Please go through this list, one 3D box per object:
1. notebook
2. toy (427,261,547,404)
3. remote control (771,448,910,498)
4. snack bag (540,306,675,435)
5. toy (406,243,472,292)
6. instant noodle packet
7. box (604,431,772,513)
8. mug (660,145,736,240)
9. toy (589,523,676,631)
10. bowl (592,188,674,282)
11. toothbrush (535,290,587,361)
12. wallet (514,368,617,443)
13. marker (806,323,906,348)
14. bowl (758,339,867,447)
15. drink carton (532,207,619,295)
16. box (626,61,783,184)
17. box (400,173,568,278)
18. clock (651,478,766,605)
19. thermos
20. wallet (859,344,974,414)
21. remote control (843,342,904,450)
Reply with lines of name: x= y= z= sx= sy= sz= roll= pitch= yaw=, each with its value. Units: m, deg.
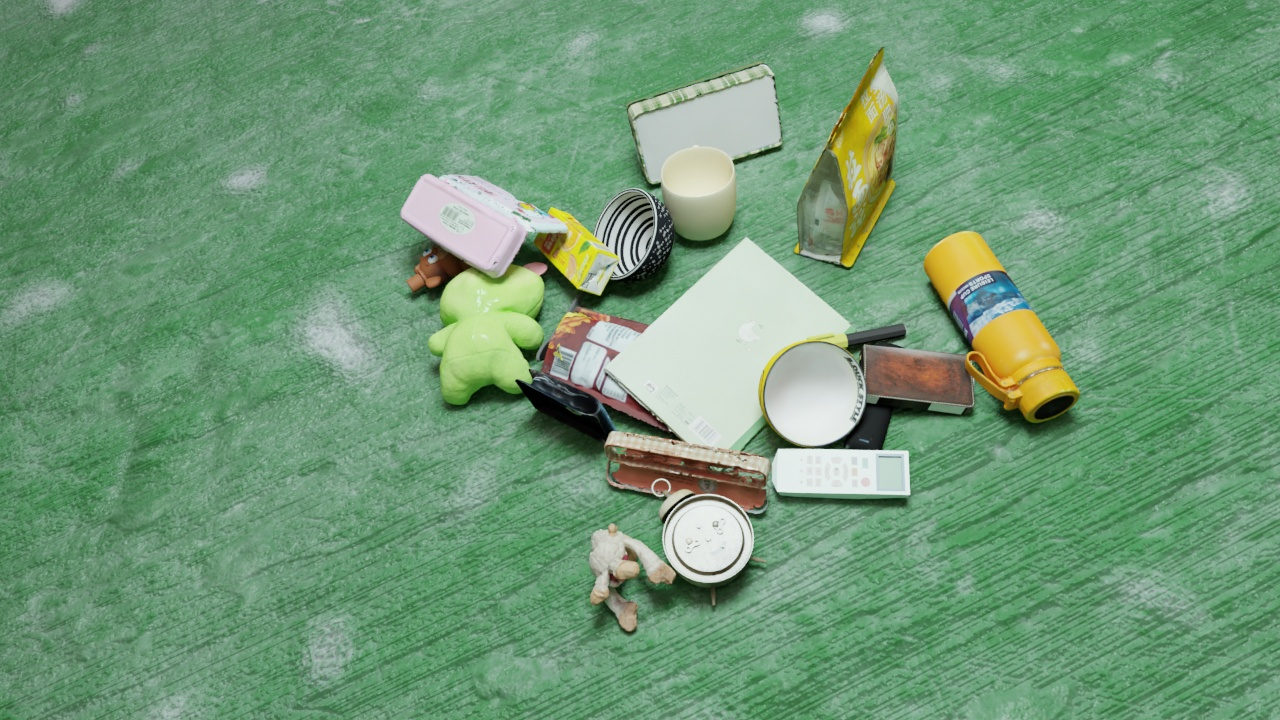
notebook: x=0.109 y=-0.013 z=1.084 sx=0.182 sy=0.010 sz=0.252 roll=42 pitch=72 yaw=14
toy: x=-0.192 y=-0.049 z=1.147 sx=0.150 sy=0.107 sz=0.196 roll=-9 pitch=63 yaw=7
remote control: x=0.215 y=0.123 z=0.991 sx=0.143 sy=0.024 sz=0.049 roll=0 pitch=65 yaw=12
snack bag: x=-0.006 y=0.006 z=1.094 sx=0.208 sy=0.067 sz=0.138 roll=16 pitch=61 yaw=14
toy: x=-0.262 y=-0.141 z=1.242 sx=0.127 sy=0.065 sz=0.095 roll=-35 pitch=41 yaw=-12
instant noodle packet: x=0.257 y=-0.243 z=1.113 sx=0.084 sy=0.222 sz=0.162 roll=24 pitch=65 yaw=21
box: x=0.049 y=0.121 z=1.000 sx=0.187 sy=0.083 sz=0.041 roll=8 pitch=47 yaw=18
mug: x=0.078 y=-0.220 z=1.205 sx=0.096 sy=0.100 sz=0.120 roll=-5 pitch=53 yaw=5
toy: x=-0.024 y=0.217 z=0.960 sx=0.085 sy=0.074 sz=0.106 roll=-62 pitch=33 yaw=19
bowl: x=0.001 y=-0.155 z=1.188 sx=0.120 sy=0.066 sz=0.120 roll=-15 pitch=69 yaw=44
toothbrush: x=-0.091 y=-0.058 z=1.167 sx=0.013 sy=0.013 sz=0.166 roll=-1 pitch=44 yaw=31
wallet: x=-0.082 y=0.053 z=1.061 sx=0.115 sy=0.089 sz=0.026 roll=24 pitch=69 yaw=24
marker: x=0.252 y=-0.027 z=1.079 sx=0.124 sy=0.021 sz=0.017 roll=-11 pitch=25 yaw=-7
bowl: x=0.185 y=0.033 z=1.022 sx=0.117 sy=0.067 sz=0.117 roll=-1 pitch=96 yaw=-6
drink carton: x=-0.087 y=-0.144 z=1.194 sx=0.134 sy=0.043 sz=0.059 roll=46 pitch=113 yaw=43
box: x=0.090 y=-0.327 z=1.264 sx=0.205 sy=0.118 sz=0.051 roll=-19 pitch=38 yaw=0
box: x=-0.206 y=-0.190 z=1.176 sx=0.202 sy=0.077 sz=0.146 roll=32 pitch=60 yaw=33
clock: x=0.060 y=0.180 z=0.968 sx=0.092 sy=0.055 sz=0.141 roll=-36 pitch=65 yaw=-13
thermos: x=0.399 y=-0.035 z=1.036 sx=0.092 sy=0.076 sz=0.232 roll=-34 pitch=53 yaw=20
wallet: x=0.310 y=0.020 z=1.031 sx=0.123 sy=0.019 sz=0.072 roll=6 pitch=58 yaw=1
remote control: x=0.268 y=0.041 z=1.040 sx=0.041 sy=0.020 sz=0.151 roll=14 pitch=58 yaw=18
